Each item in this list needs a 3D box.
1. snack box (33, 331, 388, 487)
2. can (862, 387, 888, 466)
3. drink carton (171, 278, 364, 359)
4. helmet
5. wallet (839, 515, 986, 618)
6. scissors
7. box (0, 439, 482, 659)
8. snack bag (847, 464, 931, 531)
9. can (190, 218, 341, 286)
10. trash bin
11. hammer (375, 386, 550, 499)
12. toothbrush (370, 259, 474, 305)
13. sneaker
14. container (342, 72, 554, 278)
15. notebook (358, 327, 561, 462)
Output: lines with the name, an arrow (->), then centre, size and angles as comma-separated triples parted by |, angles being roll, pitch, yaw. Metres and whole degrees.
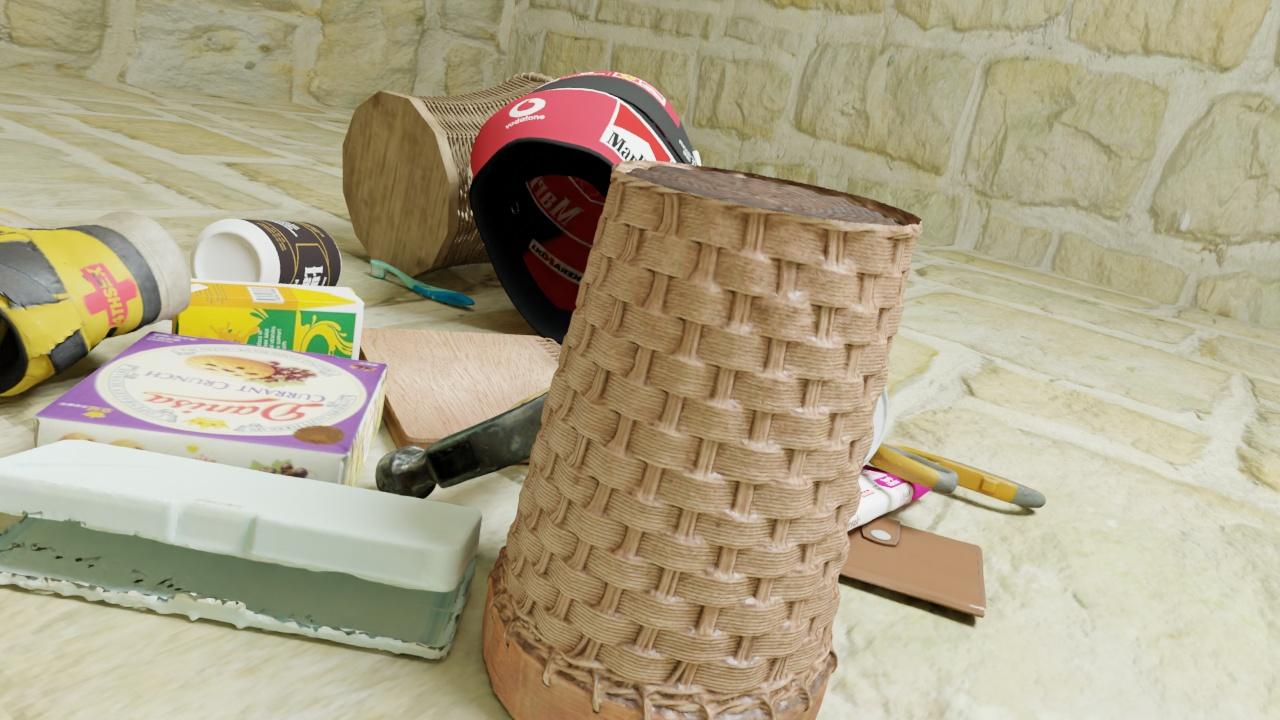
snack box -> -0.223, 0.032, 0.507 | 0.143, 0.041, 0.148 | 8, 16, -10
can -> 0.089, 0.030, 0.611 | 0.078, 0.078, 0.136 | -2, 2, -38
drink carton -> -0.257, -0.020, 0.626 | 0.122, 0.058, 0.041 | 1, 20, -32
helmet -> -0.042, -0.151, 0.848 | 0.198, 0.271, 0.224 | -11, 43, 16
wallet -> 0.140, 0.111, 0.541 | 0.121, 0.013, 0.087 | 14, 16, 15
scissors -> 0.192, 0.070, 0.665 | 0.226, 0.016, 0.225 | 17, 3, -14
box -> -0.170, 0.072, 0.396 | 0.199, 0.071, 0.084 | 10, 36, -2
snack bag -> 0.124, 0.082, 0.580 | 0.070, 0.016, 0.196 | 14, 9, 34
can -> -0.298, -0.078, 0.742 | 0.072, 0.072, 0.128 | 13, 9, 4
trash bin -> 0.023, 0.035, 0.370 | 0.151, 0.210, 0.151 | 10, 17, -3
hammer -> -0.003, 0.003, 0.576 | 0.132, 0.033, 0.329 | -23, 3, 37
toothbrush -> -0.219, -0.074, 0.913 | 0.135, 0.017, 0.022 | 22, 19, 24
sneaker -> -0.394, -0.037, 0.548 | 0.239, 0.086, 0.121 | 2, 28, 27
container -> -0.186, -0.195, 0.999 | 0.227, 0.227, 0.195 | 24, 27, 36
notebook -> -0.106, 0.021, 0.663 | 0.169, 0.022, 0.210 | 1, 19, -27
